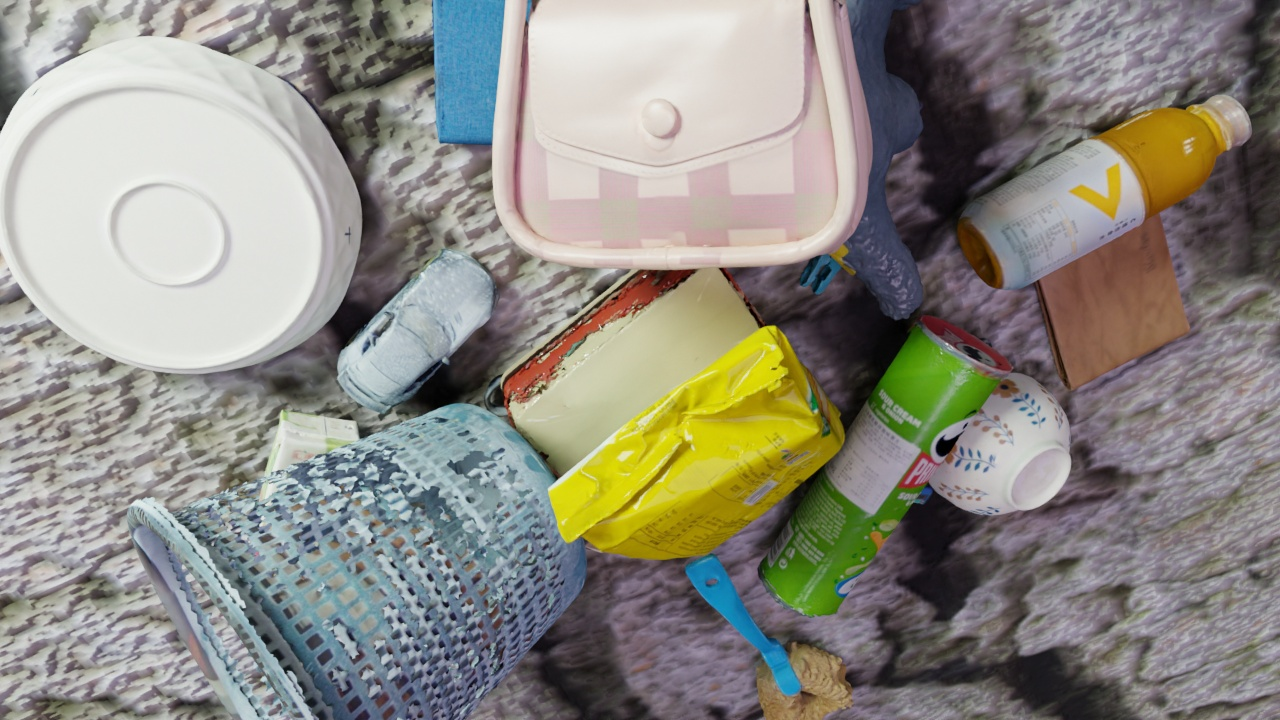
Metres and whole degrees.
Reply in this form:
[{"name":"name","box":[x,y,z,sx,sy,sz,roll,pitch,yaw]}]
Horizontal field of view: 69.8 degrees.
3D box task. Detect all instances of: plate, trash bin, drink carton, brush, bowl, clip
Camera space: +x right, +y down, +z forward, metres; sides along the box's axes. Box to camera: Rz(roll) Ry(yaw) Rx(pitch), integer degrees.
[{"name":"plate","box":[-0.273,-0.080,0.540,0.205,0.045,0.205,-4,115,-8]},{"name":"trash bin","box":[-0.149,0.133,0.544,0.194,0.227,0.227,-33,123,-36]},{"name":"drink carton","box":[-0.232,0.095,0.626,0.053,0.045,0.123,11,113,-27]},{"name":"brush","box":[0.100,0.226,0.726,0.083,0.045,0.255,-27,129,11]},{"name":"bowl","box":[0.277,0.072,0.685,0.113,0.062,0.114,-10,120,-18]},{"name":"clip","box":[0.131,-0.072,0.633,0.041,0.014,0.056,23,109,-19]}]

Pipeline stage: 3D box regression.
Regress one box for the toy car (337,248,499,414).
[{"name":"toy car","box":[-0.144,-0.018,0.597,0.121,0.036,0.054,-44,114,7]}]

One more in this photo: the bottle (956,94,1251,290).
[{"name":"bottle","box":[0.310,-0.116,0.614,0.189,0.068,0.068,-29,116,3]}]

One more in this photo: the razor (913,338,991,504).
[{"name":"razor","box":[0.227,0.045,0.699,0.042,0.022,0.143,8,113,-31]}]

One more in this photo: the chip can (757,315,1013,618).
[{"name":"chip can","box":[0.171,0.082,0.671,0.072,0.072,0.236,20,114,-18]}]

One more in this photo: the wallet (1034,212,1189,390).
[{"name":"wallet","box":[0.349,-0.046,0.682,0.101,0.020,0.115,-27,113,1]}]

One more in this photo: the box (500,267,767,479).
[{"name":"box","box":[-0.003,0.004,0.598,0.168,0.079,0.091,-39,115,1]}]

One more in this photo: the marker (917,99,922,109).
[{"name":"marker","box":[0.136,-0.121,0.607,0.018,0.022,0.131,37,104,-20]}]

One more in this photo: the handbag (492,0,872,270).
[{"name":"handbag","box":[0.017,-0.163,0.463,0.193,0.093,0.234,3,117,17]}]

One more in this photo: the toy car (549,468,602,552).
[{"name":"toy car","box":[-0.051,0.114,0.674,0.090,0.035,0.042,29,107,-23]}]

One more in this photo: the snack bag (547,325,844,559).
[{"name":"snack bag","box":[0.053,0.063,0.578,0.158,0.246,0.068,-39,72,8]}]

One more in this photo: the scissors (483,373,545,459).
[{"name":"scissors","box":[-0.026,0.017,0.646,0.145,0.014,0.172,37,103,-24]}]

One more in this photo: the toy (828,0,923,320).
[{"name":"toy","box":[0.115,-0.189,0.531,0.137,0.091,0.357,-7,112,-13]}]

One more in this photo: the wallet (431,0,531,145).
[{"name":"wallet","box":[-0.054,-0.176,0.539,0.133,0.040,0.106,0,123,-11]}]
